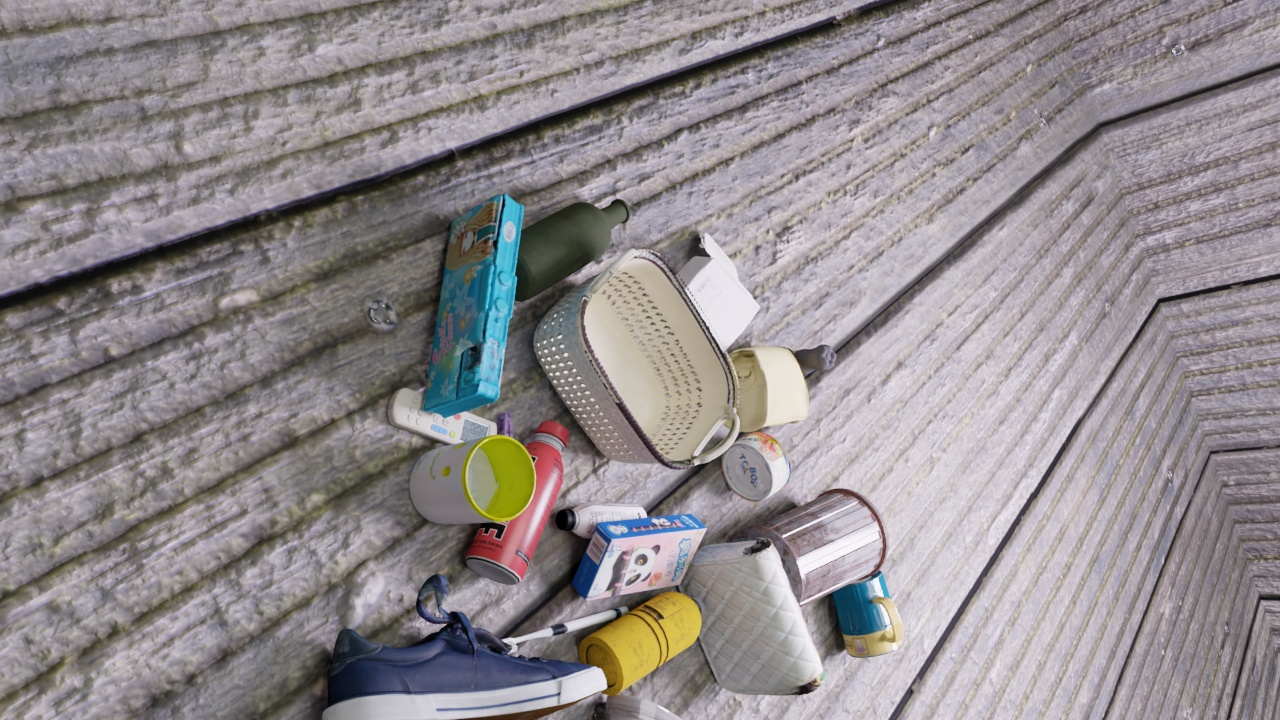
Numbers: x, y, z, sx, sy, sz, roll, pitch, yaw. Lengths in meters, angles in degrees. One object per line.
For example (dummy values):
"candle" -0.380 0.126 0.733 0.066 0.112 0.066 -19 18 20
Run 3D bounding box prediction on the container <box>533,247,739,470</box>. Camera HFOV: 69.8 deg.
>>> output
"container" -0.006 0.006 1.061 0.251 0.144 0.184 57 47 -17

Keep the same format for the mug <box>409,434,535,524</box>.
"mug" -0.167 0.120 0.906 0.082 0.106 0.082 12 73 -41

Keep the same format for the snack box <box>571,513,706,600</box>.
"snack box" 0.000 0.225 1.061 0.154 0.033 0.088 3 118 -43

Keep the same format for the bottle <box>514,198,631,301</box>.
"bottle" -0.085 -0.140 1.071 0.206 0.072 0.071 -37 106 -42

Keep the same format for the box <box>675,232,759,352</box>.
"box" 0.101 -0.101 1.230 0.111 0.101 0.188 47 58 -28

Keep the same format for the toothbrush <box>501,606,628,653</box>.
"toothbrush" -0.081 0.296 1.009 0.186 0.017 0.012 -2 112 -44

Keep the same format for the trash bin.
"trash bin" 0.232 0.256 1.238 0.210 0.131 0.131 -11 88 -43

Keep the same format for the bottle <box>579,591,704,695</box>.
"bottle" 0.013 0.314 1.055 0.163 0.071 0.071 -17 92 -44

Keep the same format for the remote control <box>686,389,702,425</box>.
"remote control" 0.102 0.041 1.243 0.146 0.015 0.033 -41 108 -41

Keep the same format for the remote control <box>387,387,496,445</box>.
"remote control" -0.202 0.065 0.948 0.125 0.018 0.038 27 63 -37

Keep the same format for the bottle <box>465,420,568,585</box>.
"bottle" -0.123 0.145 0.974 0.062 0.062 0.176 41 55 -29

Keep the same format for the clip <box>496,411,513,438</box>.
"clip" -0.147 0.080 0.993 0.013 0.033 0.051 16 69 -39

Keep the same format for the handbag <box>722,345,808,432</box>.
"handbag" 0.168 0.036 1.250 0.119 0.081 0.111 -5 92 -51

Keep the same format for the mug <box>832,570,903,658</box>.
"mug" 0.334 0.364 1.320 0.083 0.114 0.107 -12 87 -22

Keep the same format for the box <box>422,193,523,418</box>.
"box" -0.171 -0.058 0.940 0.039 0.094 0.226 26 58 -40

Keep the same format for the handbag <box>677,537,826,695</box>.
"handbag" 0.137 0.314 1.130 0.072 0.139 0.195 -33 105 -50

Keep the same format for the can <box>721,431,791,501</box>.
"can" 0.153 0.141 1.219 0.043 0.086 0.086 -24 97 -44

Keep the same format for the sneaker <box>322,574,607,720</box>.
"sneaker" -0.161 0.289 0.890 0.294 0.121 0.127 14 51 -37

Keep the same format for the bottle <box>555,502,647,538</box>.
"bottle" -0.046 0.184 1.052 0.115 0.041 0.041 11 73 -42

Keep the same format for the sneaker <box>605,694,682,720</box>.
"sneaker" 0.044 0.461 1.035 0.236 0.099 0.089 36 56 -24

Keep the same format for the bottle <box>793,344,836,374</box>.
"bottle" 0.225 0.003 1.303 0.036 0.110 0.036 12 72 -41
